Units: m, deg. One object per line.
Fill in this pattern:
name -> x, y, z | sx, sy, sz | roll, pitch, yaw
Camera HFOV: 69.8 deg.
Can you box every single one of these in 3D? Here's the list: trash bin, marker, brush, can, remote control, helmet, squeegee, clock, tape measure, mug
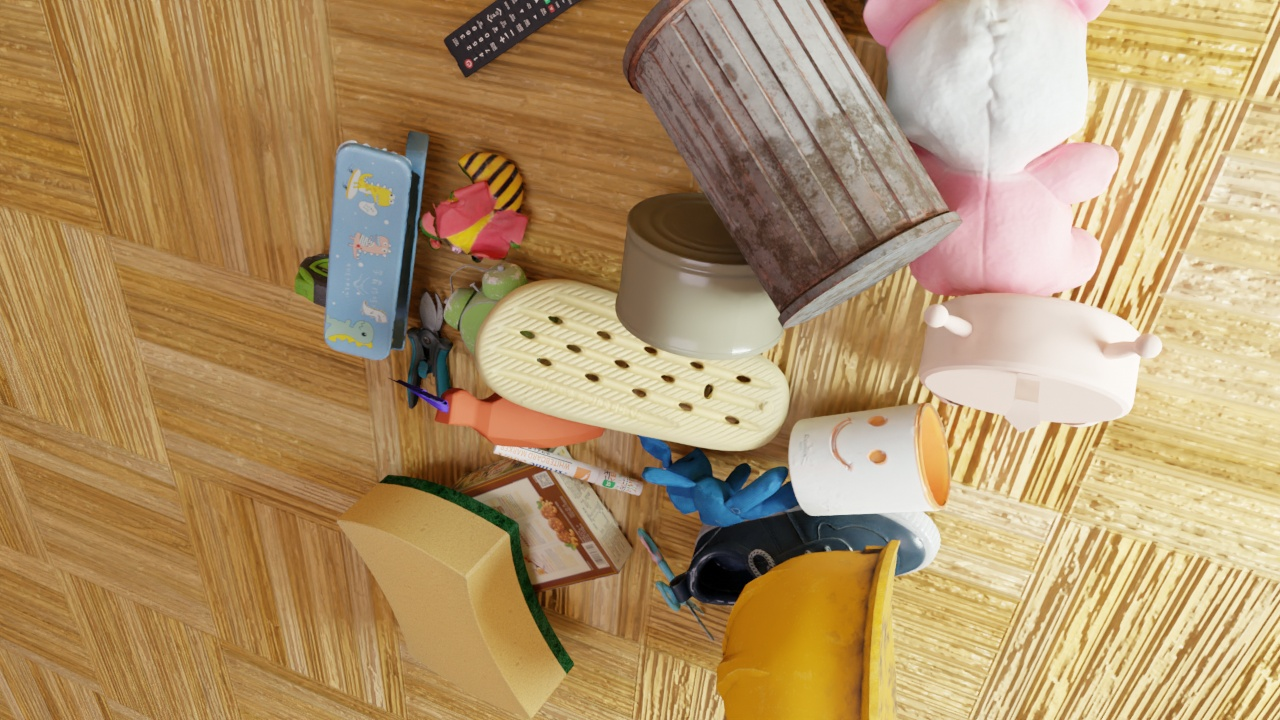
trash bin -> 0.087, -0.141, 0.567 | 0.131, 0.130, 0.211 | -36, 80, 37
marker -> -0.067, 0.101, 0.865 | 0.145, 0.017, 0.017 | 19, 129, -14
brush -> -0.193, 0.248, 0.972 | 0.195, 0.075, 0.250 | 12, 131, 35
can -> 0.048, -0.065, 0.670 | 0.128, 0.127, 0.073 | 17, 123, 16
remote control -> -0.092, -0.258, 0.686 | 0.147, 0.015, 0.033 | -20, 109, 34
helmet -> 0.126, 0.241, 0.700 | 0.131, 0.204, 0.256 | 5, 140, 19
squeegee -> -0.119, 0.050, 0.823 | 0.184, 0.250, 0.055 | 8, 89, -22
clock -> 0.253, 0.011, 0.607 | 0.131, 0.160, 0.086 | 10, 85, 19
clock -> -0.120, -0.037, 0.812 | 0.095, 0.042, 0.119 | -27, 114, 35
tape measure -> -0.292, -0.072, 0.871 | 0.065, 0.058, 0.036 | 22, 127, 9
mug -> 0.181, 0.080, 0.724 | 0.105, 0.082, 0.082 | -10, 115, 32

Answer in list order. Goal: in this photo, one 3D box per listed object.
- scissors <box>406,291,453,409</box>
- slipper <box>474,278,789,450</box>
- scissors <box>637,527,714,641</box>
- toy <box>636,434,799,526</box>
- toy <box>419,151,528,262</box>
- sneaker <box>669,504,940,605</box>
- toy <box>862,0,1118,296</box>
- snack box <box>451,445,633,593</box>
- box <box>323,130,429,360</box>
scissors -> -0.210, 0.000, 0.902 | 0.150, 0.019, 0.131 | -23, 109, 35
slipper -> -0.005, 0.005, 0.772 | 0.261, 0.079, 0.111 | 16, 95, 0
scissors -> 0.037, 0.226, 0.883 | 0.015, 0.119, 0.138 | -38, 97, 5
toy -> 0.060, 0.108, 0.799 | 0.177, 0.071, 0.113 | 13, 154, 46
toy -> -0.136, -0.123, 0.771 | 0.084, 0.046, 0.104 | 23, 120, -11
sneaker -> 0.138, 0.174, 0.800 | 0.236, 0.087, 0.089 | -15, 113, 32
toy -> 0.218, -0.137, 0.569 | 0.142, 0.084, 0.213 | 4, 123, 28
snack box -> -0.104, 0.165, 0.940 | 0.147, 0.041, 0.143 | -22, 108, 34
box -> -0.234, -0.099, 0.801 | 0.079, 0.072, 0.211 | 5, 128, -16
